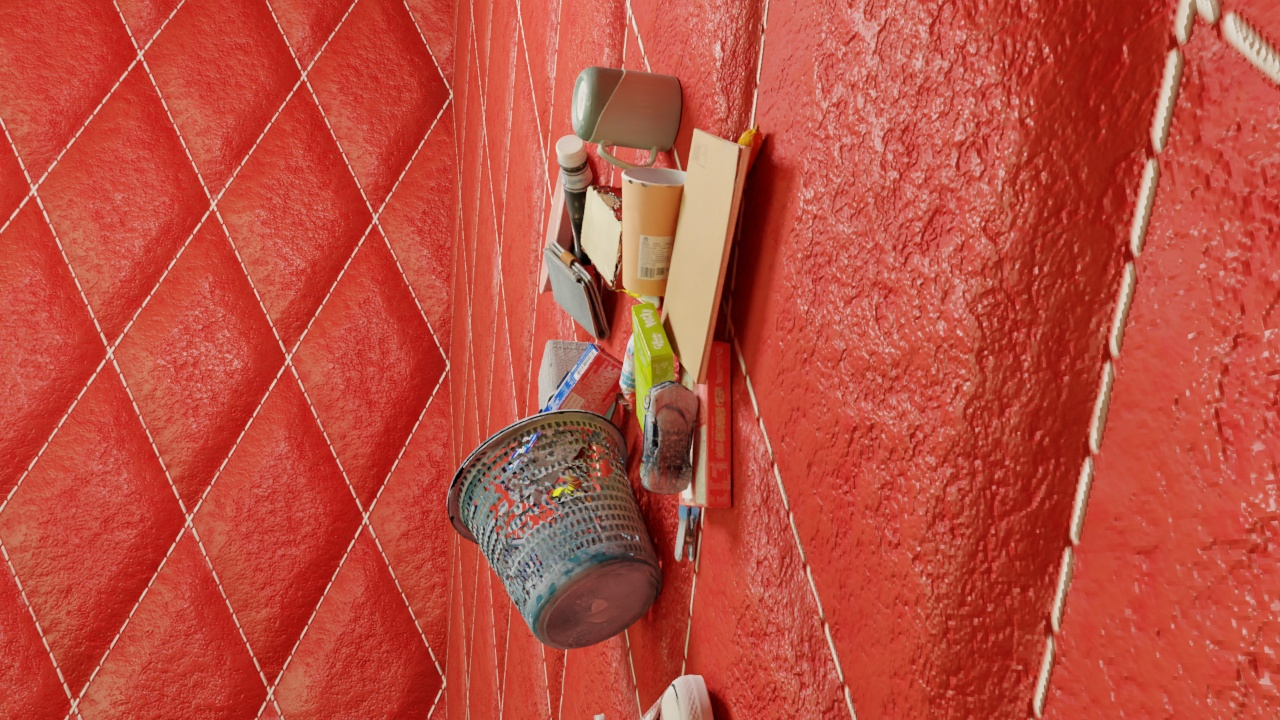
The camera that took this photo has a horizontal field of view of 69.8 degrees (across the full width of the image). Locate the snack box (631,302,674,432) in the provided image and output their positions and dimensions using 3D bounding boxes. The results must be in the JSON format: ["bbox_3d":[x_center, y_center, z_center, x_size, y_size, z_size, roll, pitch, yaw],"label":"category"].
[{"bbox_3d":[0.014,0.027,0.946,0.085,0.026,0.157,-110,13,-48],"label":"snack box"}]

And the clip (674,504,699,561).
[{"bbox_3d":[0.047,0.171,0.910,0.025,0.035,0.058,-174,91,-70],"label":"clip"}]

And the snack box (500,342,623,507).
[{"bbox_3d":[-0.095,0.079,1.136,0.207,0.058,0.057,-55,19,4],"label":"snack box"}]

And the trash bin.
[{"bbox_3d":[-0.080,0.201,1.028,0.195,0.226,0.227,56,142,41],"label":"trash bin"}]

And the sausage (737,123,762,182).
[{"bbox_3d":[0.078,-0.151,0.843,0.166,0.021,0.021,115,151,-50],"label":"sausage"}]

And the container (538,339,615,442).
[{"bbox_3d":[-0.090,0.038,1.236,0.114,0.090,0.090,-102,23,-46],"label":"container"}]

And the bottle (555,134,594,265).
[{"bbox_3d":[-0.076,-0.207,1.183,0.195,0.044,0.079,81,-178,-57],"label":"bottle"}]

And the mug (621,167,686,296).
[{"bbox_3d":[0.015,-0.133,0.960,0.078,0.078,0.123,-124,35,-61],"label":"mug"}]

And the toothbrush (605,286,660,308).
[{"bbox_3d":[-0.011,-0.082,1.112,0.191,0.018,0.016,-148,60,-69],"label":"toothbrush"}]

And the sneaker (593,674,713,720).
[{"bbox_3d":[0.007,0.385,0.889,0.242,0.087,0.118,109,156,-44],"label":"sneaker"}]

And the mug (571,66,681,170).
[{"bbox_3d":[-0.018,-0.265,1.016,0.082,0.106,0.111,166,105,-70],"label":"mug"}]

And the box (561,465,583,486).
[{"bbox_3d":[-0.114,0.134,1.373,0.087,0.075,0.162,66,166,-19],"label":"box"}]

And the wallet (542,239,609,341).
[{"bbox_3d":[-0.086,-0.099,1.246,0.130,0.037,0.107,44,153,47],"label":"wallet"}]

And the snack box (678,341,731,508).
[{"bbox_3d":[0.060,0.062,0.867,0.075,0.025,0.152,158,113,-71],"label":"snack box"}]

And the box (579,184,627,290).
[{"bbox_3d":[-0.027,-0.148,1.077,0.168,0.078,0.091,-122,38,-59],"label":"box"}]

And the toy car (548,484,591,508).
[{"bbox_3d":[-0.097,0.196,1.306,0.032,0.048,0.105,-58,10,-17],"label":"toy car"}]

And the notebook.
[{"bbox_3d":[0.053,-0.102,0.854,0.149,0.012,0.212,-123,40,-66],"label":"notebook"}]

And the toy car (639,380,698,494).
[{"bbox_3d":[0.027,0.071,0.843,0.031,0.049,0.105,-170,82,-69],"label":"toy car"}]

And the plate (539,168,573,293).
[{"bbox_3d":[-0.120,-0.212,1.396,0.229,0.028,0.229,-171,91,-79],"label":"plate"}]

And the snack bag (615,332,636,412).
[{"bbox_3d":[-0.006,0.006,1.077,0.045,0.026,0.105,-118,37,-63],"label":"snack bag"}]

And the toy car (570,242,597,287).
[{"bbox_3d":[-0.079,-0.124,1.306,0.049,0.031,0.106,127,137,-62],"label":"toy car"}]
